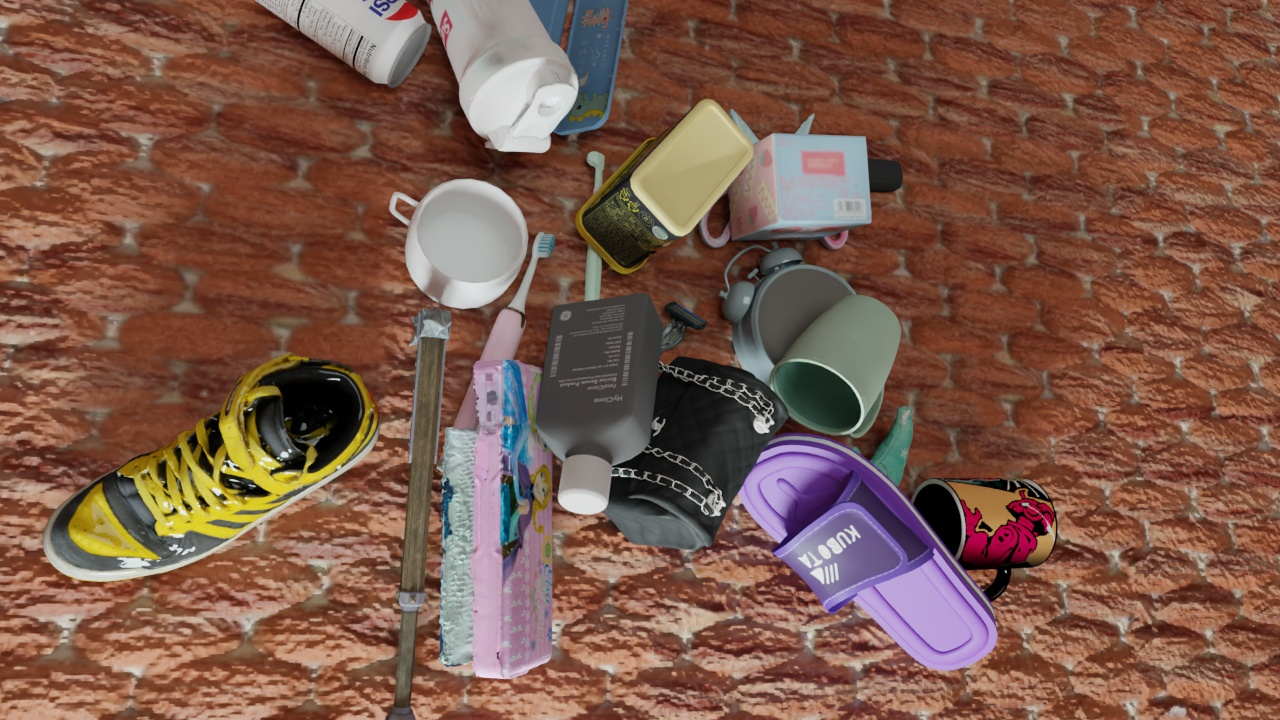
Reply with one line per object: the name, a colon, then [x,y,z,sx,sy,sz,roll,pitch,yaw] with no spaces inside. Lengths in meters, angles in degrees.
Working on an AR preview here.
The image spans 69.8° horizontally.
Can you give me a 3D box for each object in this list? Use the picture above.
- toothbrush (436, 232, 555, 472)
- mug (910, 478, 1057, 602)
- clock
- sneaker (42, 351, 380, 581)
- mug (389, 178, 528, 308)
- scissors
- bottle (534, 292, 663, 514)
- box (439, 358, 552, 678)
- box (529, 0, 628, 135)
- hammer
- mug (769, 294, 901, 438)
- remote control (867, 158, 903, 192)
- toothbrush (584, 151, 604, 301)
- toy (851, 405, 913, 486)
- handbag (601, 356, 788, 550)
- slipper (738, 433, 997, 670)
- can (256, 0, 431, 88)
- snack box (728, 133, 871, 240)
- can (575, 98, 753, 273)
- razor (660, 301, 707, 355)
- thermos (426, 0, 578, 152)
toothbrush: [-0.115,-0.010,0.755,0.026,0.027,0.222,12,71,19]
mug: [0.307,0.166,0.833,0.098,0.082,0.118,2,98,-18]
clock: [0.139,-0.036,0.838,0.122,0.045,0.159,-43,95,-23]
sneaker: [-0.288,0.074,0.626,0.238,0.122,0.086,-29,86,-24]
mug: [-0.151,-0.098,0.742,0.115,0.068,0.094,31,69,-10]
scissors: [0.124,-0.158,0.867,0.176,0.013,0.170,-42,104,-14]
bottle: [-0.034,0.032,0.701,0.084,0.046,0.173,-7,53,18]
box: [-0.112,0.118,0.701,0.071,0.084,0.230,-4,81,20]
box: [-0.071,-0.302,0.833,0.125,0.043,0.209,7,74,5]
hammer: [-0.163,0.119,0.670,0.028,0.147,0.316,5,86,-18]
mug: [0.176,0.011,0.779,0.103,0.084,0.111,-48,124,-34]
remote control: [0.192,-0.188,0.908,0.146,0.015,0.033,0,77,-19]
toothbrush: [-0.041,-0.111,0.811,0.022,0.015,0.154,16,70,-47]
toy: [0.212,0.095,0.817,0.105,0.033,0.085,-30,128,-40]
handbag: [0.030,0.061,0.724,0.115,0.125,0.153,50,63,-27]
slipper: [0.190,0.175,0.760,0.266,0.107,0.083,44,29,-8]
can: [-0.245,-0.289,0.754,0.132,0.070,0.070,34,69,-8]
snack box: [0.138,-0.152,0.815,0.093,0.095,0.079,-3,89,-19]
can: [0.022,-0.149,0.784,0.072,0.101,0.130,46,62,-13]
razor: [-0.005,0.005,0.794,0.143,0.022,0.042,-42,55,-18]
thermos: [-0.125,-0.273,0.764,0.099,0.100,0.220,-16,67,-22]
